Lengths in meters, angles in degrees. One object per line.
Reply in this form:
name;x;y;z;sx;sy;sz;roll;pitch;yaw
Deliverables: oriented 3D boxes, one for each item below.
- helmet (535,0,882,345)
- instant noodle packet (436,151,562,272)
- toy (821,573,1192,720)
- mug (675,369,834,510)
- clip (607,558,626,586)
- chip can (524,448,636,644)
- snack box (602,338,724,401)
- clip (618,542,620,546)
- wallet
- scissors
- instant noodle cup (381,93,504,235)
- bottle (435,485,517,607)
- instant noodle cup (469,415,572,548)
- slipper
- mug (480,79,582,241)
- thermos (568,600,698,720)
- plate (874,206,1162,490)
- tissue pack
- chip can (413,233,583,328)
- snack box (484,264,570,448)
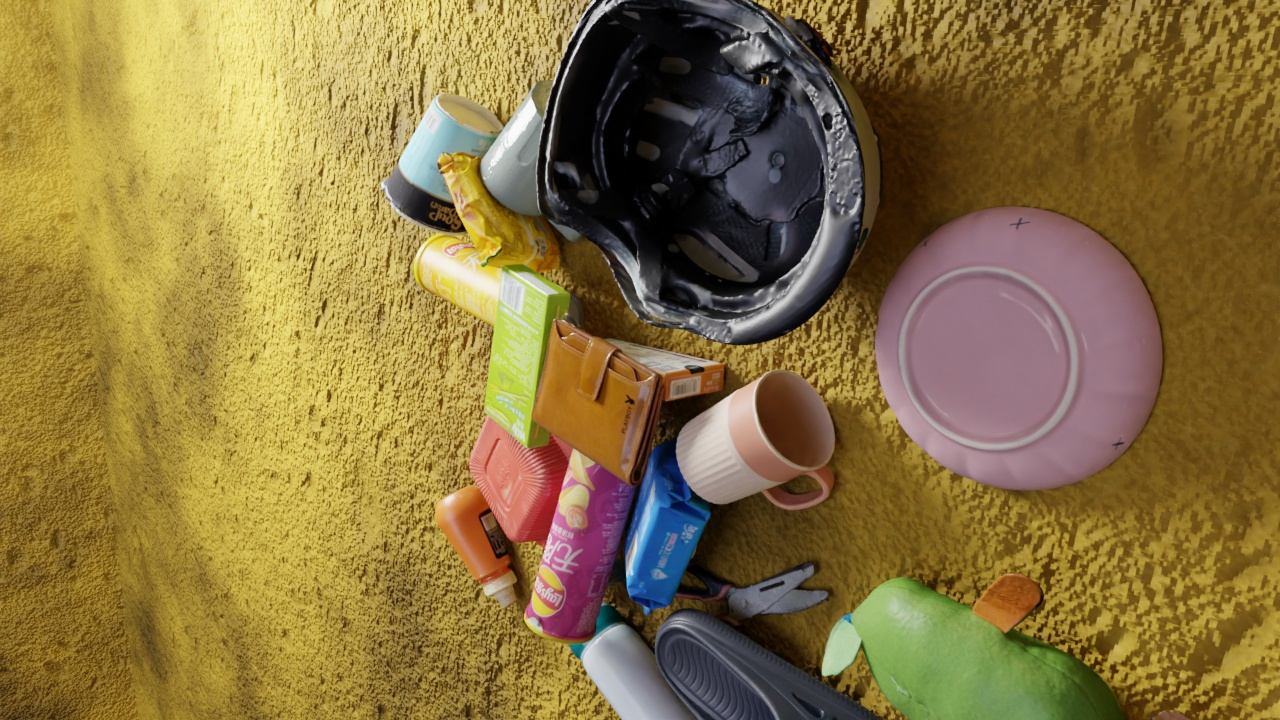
helmet;0.064;-0.146;0.667;0.274;0.156;0.231;37;123;22
instant noodle packet;-0.139;-0.144;0.914;0.044;0.110;0.128;-36;72;30
toy;0.241;0.230;0.620;0.247;0.089;0.227;33;133;41
mug;0.101;0.076;0.746;0.114;0.081;0.106;45;138;-9
clip;-0.043;0.226;0.942;0.042;0.058;0.026;-25;85;48
chip can;-0.050;0.157;0.870;0.071;0.071;0.211;25;104;41
snack box;-0.005;0.005;0.833;0.154;0.075;0.026;14;105;44
clip;-0.033;0.165;0.949;0.033;0.013;0.054;19;114;43
wallet;-0.036;0.028;0.793;0.131;0.035;0.119;29;118;37
scissors;0.079;0.214;0.840;0.206;0.015;0.202;34;123;37
instant noodle cup;-0.202;-0.213;0.979;0.111;0.111;0.121;49;122;27
bottle;-0.189;0.226;1.098;0.067;0.066;0.149;-34;82;45
instant noodle cup;-0.113;0.111;0.971;0.164;0.079;0.189;52;133;28
slipper;0.109;0.315;0.762;0.268;0.083;0.111;31;124;23
mug;-0.078;-0.188;0.873;0.124;0.083;0.104;43;132;-3
thermos;0.006;0.335;0.912;0.224;0.073;0.073;44;128;31
plate;0.234;-0.004;0.606;0.193;0.039;0.192;14;109;44
tissue pack;0.024;0.146;0.831;0.094;0.052;0.157;-93;18;-58
chip can;-0.156;-0.074;0.977;0.213;0.071;0.072;27;118;40
snack box;-0.109;-0.004;0.869;0.086;0.026;0.156;32;120;45
